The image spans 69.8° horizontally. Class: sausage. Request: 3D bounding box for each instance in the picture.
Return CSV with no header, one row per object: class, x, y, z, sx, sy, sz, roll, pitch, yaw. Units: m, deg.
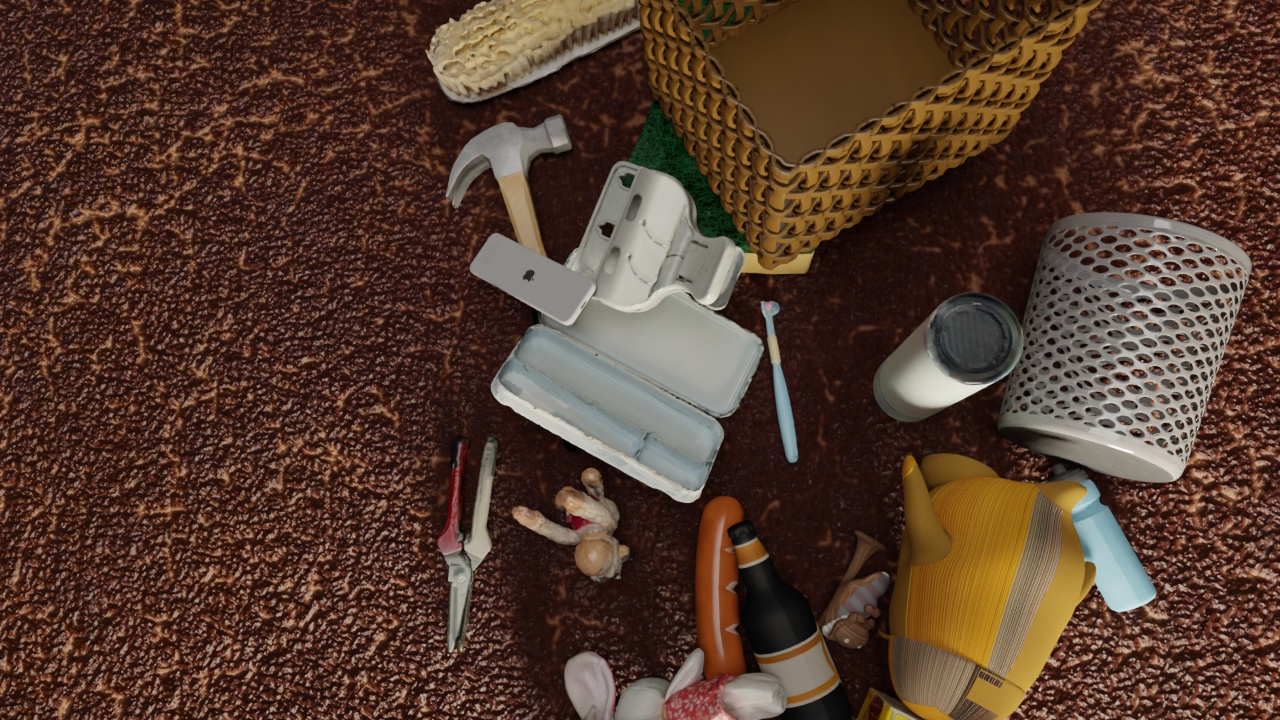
sausage,0.070,0.202,0.808,0.044,0.039,0.164,1,78,-2

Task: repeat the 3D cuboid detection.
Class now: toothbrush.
toothbrush,0.130,0.018,0.853,0.022,0.016,0.155,1,75,-33

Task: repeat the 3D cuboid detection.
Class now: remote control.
remote control,-0.099,-0.075,0.828,0.147,0.008,0.045,29,83,37

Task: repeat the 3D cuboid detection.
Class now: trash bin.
trash bin,0.395,-0.006,0.766,0.156,0.156,0.183,19,83,8

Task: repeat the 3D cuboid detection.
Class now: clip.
clip,0.016,-0.096,0.795,0.144,0.074,0.125,25,97,18

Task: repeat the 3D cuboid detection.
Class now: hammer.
hammer,-0.095,-0.075,0.882,0.131,0.039,0.328,-17,78,3

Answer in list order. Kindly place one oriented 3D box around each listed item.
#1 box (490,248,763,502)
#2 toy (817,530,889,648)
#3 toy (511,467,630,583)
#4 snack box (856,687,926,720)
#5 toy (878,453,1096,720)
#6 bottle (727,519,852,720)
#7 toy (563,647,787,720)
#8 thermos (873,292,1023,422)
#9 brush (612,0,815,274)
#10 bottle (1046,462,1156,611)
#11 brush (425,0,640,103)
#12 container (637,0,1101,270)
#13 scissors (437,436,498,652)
box,-0.008,0.009,0.829,0.210,0.061,0.192,27,57,-3
toy,0.186,0.204,0.793,0.041,0.055,0.102,31,88,-29
toy,-0.053,0.156,0.820,0.085,0.074,0.106,-27,98,30
snack box,0.219,0.317,0.737,0.083,0.106,0.061,25,82,9
toy,0.264,0.193,0.738,0.198,0.163,0.203,30,70,-13
bottle,0.118,0.223,0.776,0.059,0.059,0.181,-22,86,0
toy,0.027,0.300,0.762,0.195,0.084,0.159,-30,77,25
thermos,0.237,0.005,0.736,0.068,0.230,0.068,-1,79,4
brush,0.091,-0.217,0.874,0.195,0.075,0.250,14,80,8
bottle,0.391,0.148,0.790,0.040,0.040,0.130,-25,77,-1
brush,-0.085,-0.343,0.925,0.271,0.056,0.083,-25,78,0
container,0.156,-0.248,0.724,0.251,0.214,0.219,-30,77,-2
scissors,-0.168,0.164,0.850,0.146,0.015,0.187,36,84,10
